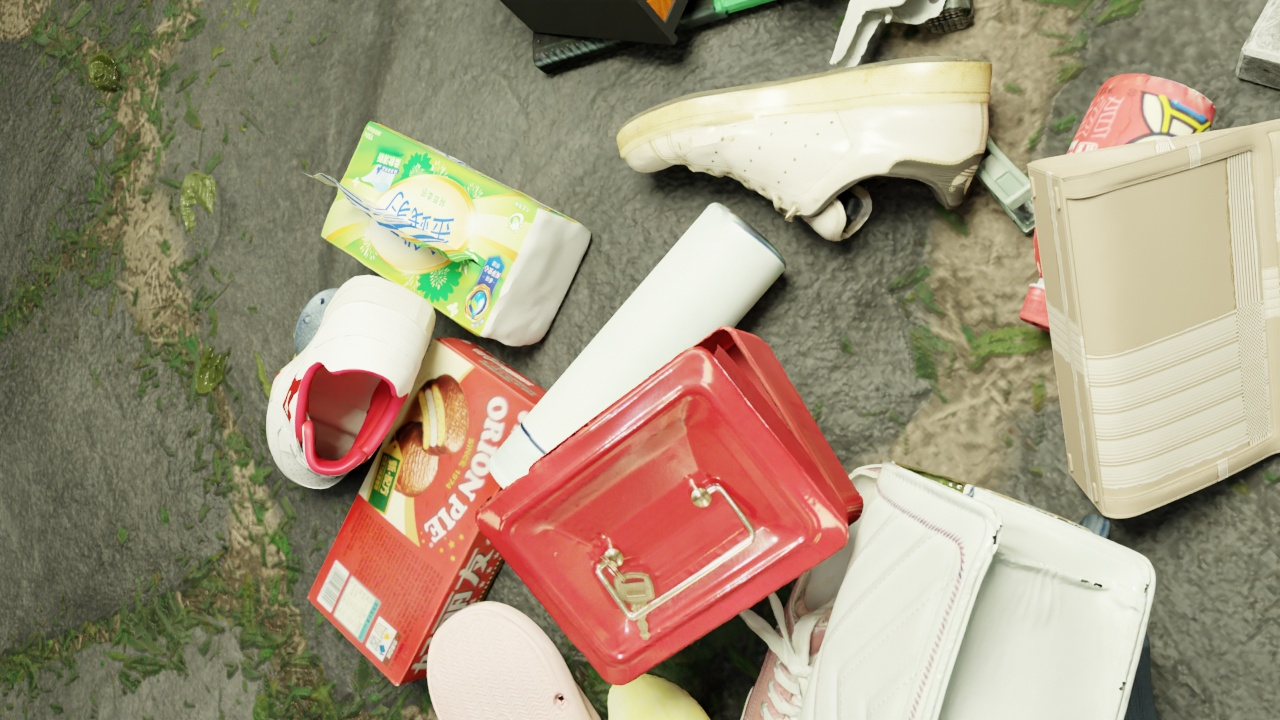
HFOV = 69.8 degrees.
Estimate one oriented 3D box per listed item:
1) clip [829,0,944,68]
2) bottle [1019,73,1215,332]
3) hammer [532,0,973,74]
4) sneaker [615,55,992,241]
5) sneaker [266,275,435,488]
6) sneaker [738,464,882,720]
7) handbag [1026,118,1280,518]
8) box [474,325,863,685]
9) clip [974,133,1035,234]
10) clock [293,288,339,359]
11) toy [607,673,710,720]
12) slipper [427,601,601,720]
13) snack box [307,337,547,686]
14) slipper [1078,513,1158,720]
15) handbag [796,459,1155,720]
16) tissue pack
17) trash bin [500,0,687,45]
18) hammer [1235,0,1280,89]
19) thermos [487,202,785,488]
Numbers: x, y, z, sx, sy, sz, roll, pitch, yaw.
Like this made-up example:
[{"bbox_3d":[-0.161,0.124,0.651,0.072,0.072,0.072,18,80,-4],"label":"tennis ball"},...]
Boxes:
[{"bbox_3d":[0.157,-0.225,0.559,0.054,0.043,0.102,21,96,41],"label":"clip"},{"bbox_3d":[0.251,-0.080,0.500,0.062,0.062,0.137,27,97,28],"label":"bottle"},{"bbox_3d":[0.061,-0.258,0.642,0.319,0.032,0.130,-7,82,28],"label":"hammer"},{"bbox_3d":[0.099,-0.126,0.584,0.242,0.088,0.102,0,104,33],"label":"sneaker"},{"bbox_3d":[-0.229,0.048,0.680,0.237,0.090,0.104,-44,30,39],"label":"sneaker"},{"bbox_3d":[0.106,0.176,0.532,0.118,0.087,0.241,19,95,28],"label":"sneaker"},{"bbox_3d":[0.308,-0.031,0.445,0.198,0.062,0.176,-13,107,10],"label":"handbag"},{"bbox_3d":[0.023,0.074,0.497,0.157,0.127,0.137,-35,90,16],"label":"box"},{"bbox_3d":[0.212,-0.111,0.545,0.023,0.061,0.075,-37,54,18],"label":"clip"},{"bbox_3d":[-0.251,-0.010,0.765,0.119,0.057,0.083,-27,73,23],"label":"clock"},{"bbox_3d":[0.025,0.273,0.554,0.155,0.064,0.170,118,133,-61],"label":"toy"},{"bbox_3d":[-0.067,0.267,0.635,0.107,0.055,0.221,-36,80,19],"label":"slipper"},{"bbox_3d":[-0.152,0.112,0.695,0.113,0.060,0.236,31,99,27],"label":"snack box"},{"bbox_3d":[0.219,0.212,0.464,0.083,0.101,0.263,17,95,28],"label":"slipper"},{"bbox_3d":[0.133,0.156,0.416,0.096,0.142,0.198,16,93,-9],"label":"handbag"},{"bbox_3d":[-0.159,-0.100,0.677,0.198,0.141,0.120,23,95,28],"label":"tissue pack"},{"bbox_3d":[-0.032,-0.332,0.612,0.140,0.139,0.171,20,85,36],"label":"trash bin"},{"bbox_3d":[0.464,-0.238,0.420,0.218,0.037,0.301,30,98,28],"label":"hammer"},{"bbox_3d":[-0.004,0.004,0.602,0.230,0.068,0.068,-48,65,2],"label":"thermos"}]
